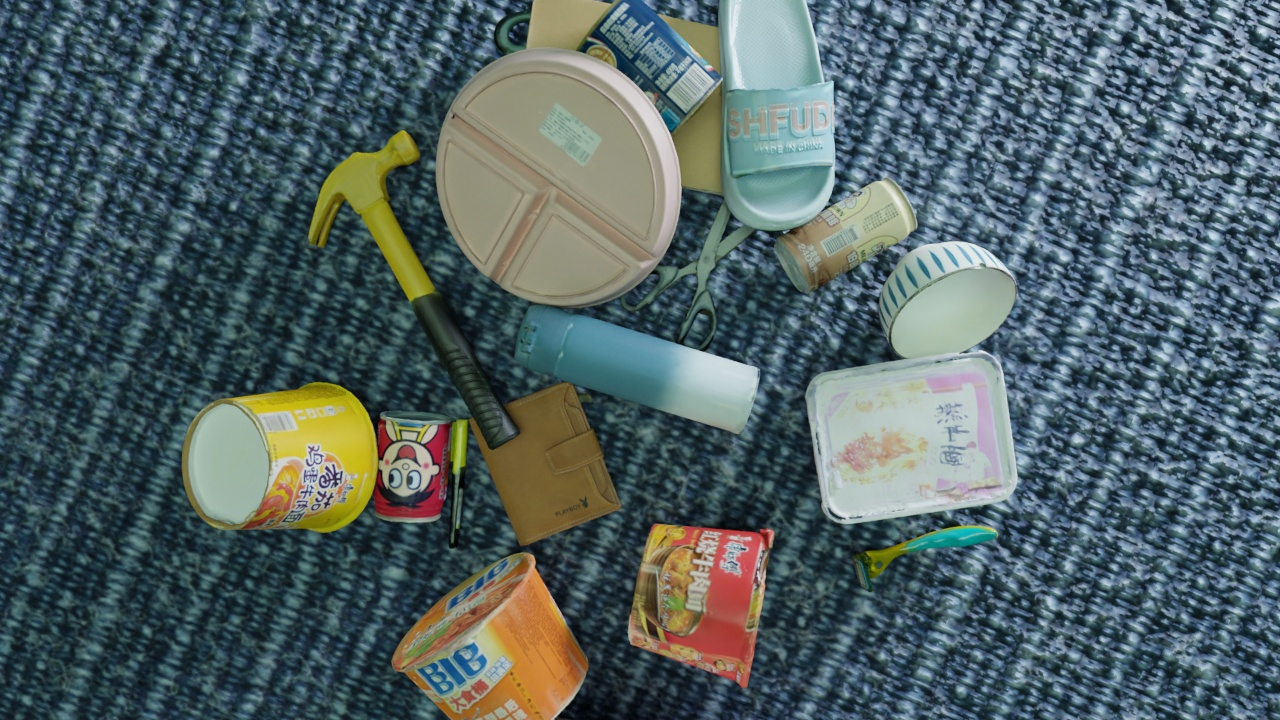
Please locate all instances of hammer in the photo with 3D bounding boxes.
[{"bbox_3d":[-0.197,-0.055,0.837,0.129,0.033,0.300,-31,85,5],"label":"hammer"}]

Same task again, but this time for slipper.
[{"bbox_3d":[0.121,-0.235,0.801,0.104,0.074,0.245,-5,86,-10],"label":"slipper"}]

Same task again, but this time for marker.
[{"bbox_3d":[-0.174,0.117,0.865,0.015,0.018,0.124,5,94,3],"label":"marker"}]

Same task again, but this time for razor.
[{"bbox_3d":[0.263,0.176,0.851,0.132,0.028,0.043,-18,115,5],"label":"razor"}]

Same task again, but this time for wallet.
[{"bbox_3d":[-0.082,0.092,0.857,0.119,0.035,0.130,-22,92,9],"label":"wallet"}]

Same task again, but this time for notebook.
[{"bbox_3d":[-0.002,-0.240,0.830,0.211,0.012,0.149,9,92,-8],"label":"notebook"}]

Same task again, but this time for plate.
[{"bbox_3d":[-0.078,-0.151,0.799,0.230,0.028,0.230,6,113,15],"label":"plate"}]

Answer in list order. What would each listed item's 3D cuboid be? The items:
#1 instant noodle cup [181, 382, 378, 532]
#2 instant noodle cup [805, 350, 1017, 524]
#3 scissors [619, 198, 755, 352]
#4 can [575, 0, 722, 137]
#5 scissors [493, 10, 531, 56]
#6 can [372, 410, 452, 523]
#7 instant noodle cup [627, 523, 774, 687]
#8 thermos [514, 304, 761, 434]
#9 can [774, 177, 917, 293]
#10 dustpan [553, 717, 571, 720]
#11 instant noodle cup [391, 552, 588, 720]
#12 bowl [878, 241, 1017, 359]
[{"bbox_3d":[-0.317,0.088,0.798,0.138,0.109,0.138,-1,89,27],"label":"instant noodle cup"},{"bbox_3d":[0.239,0.067,0.831,0.173,0.060,0.138,-9,92,1],"label":"instant noodle cup"},{"bbox_3d":[0.057,-0.087,0.846,0.159,0.014,0.176,-6,96,4],"label":"scissors"},{"bbox_3d":[0.008,-0.250,0.788,0.111,0.075,0.075,42,93,-8],"label":"can"},{"bbox_3d":[-0.076,-0.247,0.835,0.170,0.019,0.181,-28,98,-2],"label":"scissors"},{"bbox_3d":[-0.209,0.096,0.840,0.066,0.066,0.094,6,93,1],"label":"can"},{"bbox_3d":[0.053,0.209,0.812,0.109,0.137,0.138,10,93,10],"label":"instant noodle cup"},{"bbox_3d":[-0.005,0.005,0.830,0.220,0.070,0.070,17,93,-1],"label":"thermos"},{"bbox_3d":[0.183,-0.112,0.824,0.116,0.058,0.058,-30,92,2],"label":"can"},{"bbox_3d":[-0.002,0.394,0.772,0.222,0.274,0.138,17,74,-13],"label":"dustpan"},{"bbox_3d":[-0.125,0.261,0.812,0.151,0.151,0.111,-34,100,3],"label":"instant noodle cup"},{"bbox_3d":[0.262,-0.060,0.810,0.116,0.116,0.066,-18,50,2],"label":"bowl"}]
